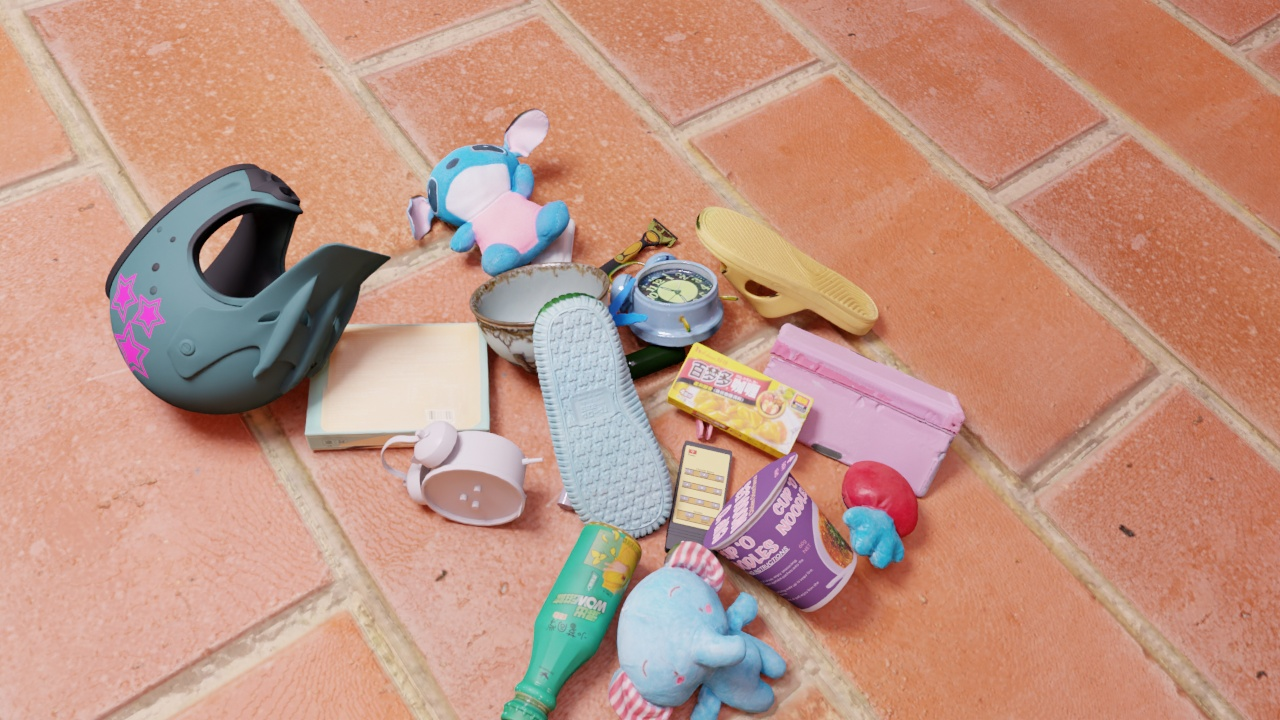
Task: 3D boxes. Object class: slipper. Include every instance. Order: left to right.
[{"bbox_3d":[-0.047,0.062,0.977,0.115,0.069,0.276,-19,100,-18],"label":"slipper"},{"bbox_3d":[0.173,-0.095,1.145,0.263,0.079,0.099,26,35,-13],"label":"slipper"}]

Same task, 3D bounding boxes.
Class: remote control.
[{"bbox_3d":[-0.112,-0.131,1.159,0.050,0.022,0.133,6,58,-5],"label":"remote control"},{"bbox_3d":[0.065,0.154,1.015,0.058,0.013,0.133,12,58,-1],"label":"remote control"}]

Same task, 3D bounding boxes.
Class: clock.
[{"bbox_3d":[-0.188,0.118,0.942,0.159,0.120,0.061,15,48,-12],"label":"clock"},{"bbox_3d":[0.029,-0.078,1.114,0.162,0.060,0.117,27,47,32],"label":"clock"}]

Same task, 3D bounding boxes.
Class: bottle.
[{"bbox_3d":[-0.069,0.261,0.897,0.068,0.068,0.209,25,58,7],"label":"bottle"},{"bbox_3d":[-0.006,0.006,1.085,0.122,0.033,0.033,-21,64,-19],"label":"bottle"}]

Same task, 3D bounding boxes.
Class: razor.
[{"bbox_3d":[-0.016,-0.134,1.179,0.143,0.021,0.044,-39,71,-24],"label":"razor"}]

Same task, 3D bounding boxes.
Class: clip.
[{"bbox_3d":[0.080,0.066,1.070,0.045,0.023,0.060,-12,57,-16],"label":"clip"}]

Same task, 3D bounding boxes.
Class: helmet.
[{"bbox_3d":[-0.404,-0.061,0.949,0.275,0.176,0.200,-45,80,9],"label":"helmet"}]

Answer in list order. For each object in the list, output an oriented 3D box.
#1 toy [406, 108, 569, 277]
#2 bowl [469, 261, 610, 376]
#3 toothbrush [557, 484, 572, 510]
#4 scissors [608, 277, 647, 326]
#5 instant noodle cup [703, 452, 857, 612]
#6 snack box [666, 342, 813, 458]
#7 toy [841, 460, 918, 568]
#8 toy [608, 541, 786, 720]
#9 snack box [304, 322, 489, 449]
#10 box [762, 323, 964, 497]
[{"bbox_3d":[-0.175,-0.201,1.141,0.224,0.099,0.191,-41,69,-9],"label":"toy"},{"bbox_3d":[-0.108,-0.039,1.047,0.160,0.094,0.159,-6,29,3],"label":"bowl"},{"bbox_3d":[-0.054,0.077,1.026,0.018,0.019,0.187,19,66,1],"label":"toothbrush"},{"bbox_3d":[-0.044,-0.040,1.082,0.126,0.016,0.123,-3,76,38],"label":"scissors"},{"bbox_3d":[0.156,0.183,0.946,0.122,0.121,0.137,43,105,-3],"label":"instant noodle cup"},{"bbox_3d":[0.113,0.045,1.047,0.152,0.025,0.075,26,72,8],"label":"snack box"},{"bbox_3d":[0.259,0.168,1.003,0.092,0.062,0.132,28,49,-2],"label":"toy"},{"bbox_3d":[0.062,0.281,0.889,0.180,0.115,0.183,28,68,-5],"label":"toy"},{"bbox_3d":[-0.267,0.026,1.026,0.193,0.044,0.141,-1,58,-10],"label":"snack box"},{"bbox_3d":[0.251,0.057,1.097,0.232,0.116,0.106,24,18,6],"label":"box"}]
